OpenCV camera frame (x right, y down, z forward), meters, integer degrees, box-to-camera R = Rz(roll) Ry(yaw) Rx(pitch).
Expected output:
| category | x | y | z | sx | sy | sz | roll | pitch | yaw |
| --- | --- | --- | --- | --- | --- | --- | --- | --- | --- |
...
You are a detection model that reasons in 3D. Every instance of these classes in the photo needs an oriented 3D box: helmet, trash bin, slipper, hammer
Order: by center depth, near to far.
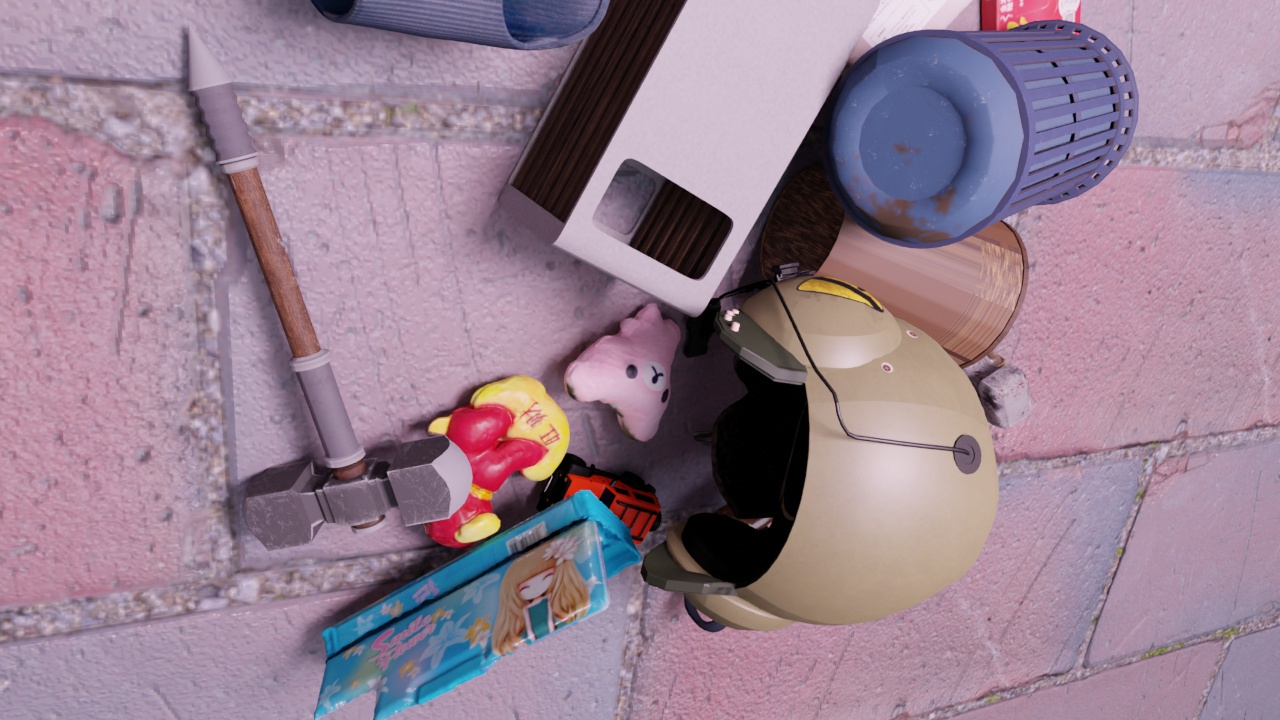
| category | x | y | z | sx | sy | sz | roll | pitch | yaw |
| --- | --- | --- | --- | --- | --- | --- | --- | --- | --- |
| slipper | -0.143 | -0.216 | 0.449 | 0.263 | 0.082 | 0.101 | 11 | 118 | -5 |
| hammer | -0.216 | -0.036 | 0.564 | 0.156 | 0.043 | 0.322 | -11 | 111 | 4 |
| trash bin | 0.025 | -0.164 | 0.591 | 0.114 | 0.114 | 0.229 | 24 | 100 | -33 |
| trash bin | 0.234 | -0.159 | 0.626 | 0.248 | 0.139 | 0.139 | -23 | 125 | -47 |
| helmet | 0.120 | 0.063 | 0.643 | 0.232 | 0.255 | 0.251 | 8 | 109 | -21 |
| hammer | 0.175 | 0.078 | 0.785 | 0.318 | 0.121 | 0.049 | -32 | 125 | -6 |

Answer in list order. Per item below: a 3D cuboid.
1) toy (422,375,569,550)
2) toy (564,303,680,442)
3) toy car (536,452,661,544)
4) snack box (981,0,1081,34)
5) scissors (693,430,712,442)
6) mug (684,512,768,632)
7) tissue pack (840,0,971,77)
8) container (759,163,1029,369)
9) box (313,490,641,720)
| category | x | y | z | sx | sy | sz | roll | pitch | yaw |
| --- | --- | --- | --- | --- | --- | --- | --- | --- | --- |
| toy | -0.113 | 0.072 | 0.667 | 0.105 | 0.067 | 0.137 | 37 | 85 | -31 |
| toy | -0.004 | 0.004 | 0.695 | 0.099 | 0.053 | 0.095 | 39 | 79 | -37 |
| toy car | -0.030 | 0.113 | 0.732 | 0.100 | 0.049 | 0.051 | 22 | 101 | -32 |
| snack box | 0.310 | -0.307 | 0.725 | 0.089 | 0.021 | 0.133 | -22 | 121 | -16 |
| scissors | 0.117 | 0.077 | 0.810 | 0.171 | 0.014 | 0.090 | -17 | 118 | -22 |
| mug | 0.082 | 0.190 | 0.805 | 0.105 | 0.077 | 0.071 | -47 | 124 | -1 |
| tissue pack | 0.197 | -0.282 | 0.662 | 0.104 | 0.071 | 0.181 | 38 | 91 | -19 |
| container | 0.190 | -0.076 | 0.713 | 0.167 | 0.132 | 0.132 | 17 | 104 | -26 |
| box | -0.120 | 0.174 | 0.645 | 0.227 | 0.172 | 0.083 | -29 | 84 | 6 |
